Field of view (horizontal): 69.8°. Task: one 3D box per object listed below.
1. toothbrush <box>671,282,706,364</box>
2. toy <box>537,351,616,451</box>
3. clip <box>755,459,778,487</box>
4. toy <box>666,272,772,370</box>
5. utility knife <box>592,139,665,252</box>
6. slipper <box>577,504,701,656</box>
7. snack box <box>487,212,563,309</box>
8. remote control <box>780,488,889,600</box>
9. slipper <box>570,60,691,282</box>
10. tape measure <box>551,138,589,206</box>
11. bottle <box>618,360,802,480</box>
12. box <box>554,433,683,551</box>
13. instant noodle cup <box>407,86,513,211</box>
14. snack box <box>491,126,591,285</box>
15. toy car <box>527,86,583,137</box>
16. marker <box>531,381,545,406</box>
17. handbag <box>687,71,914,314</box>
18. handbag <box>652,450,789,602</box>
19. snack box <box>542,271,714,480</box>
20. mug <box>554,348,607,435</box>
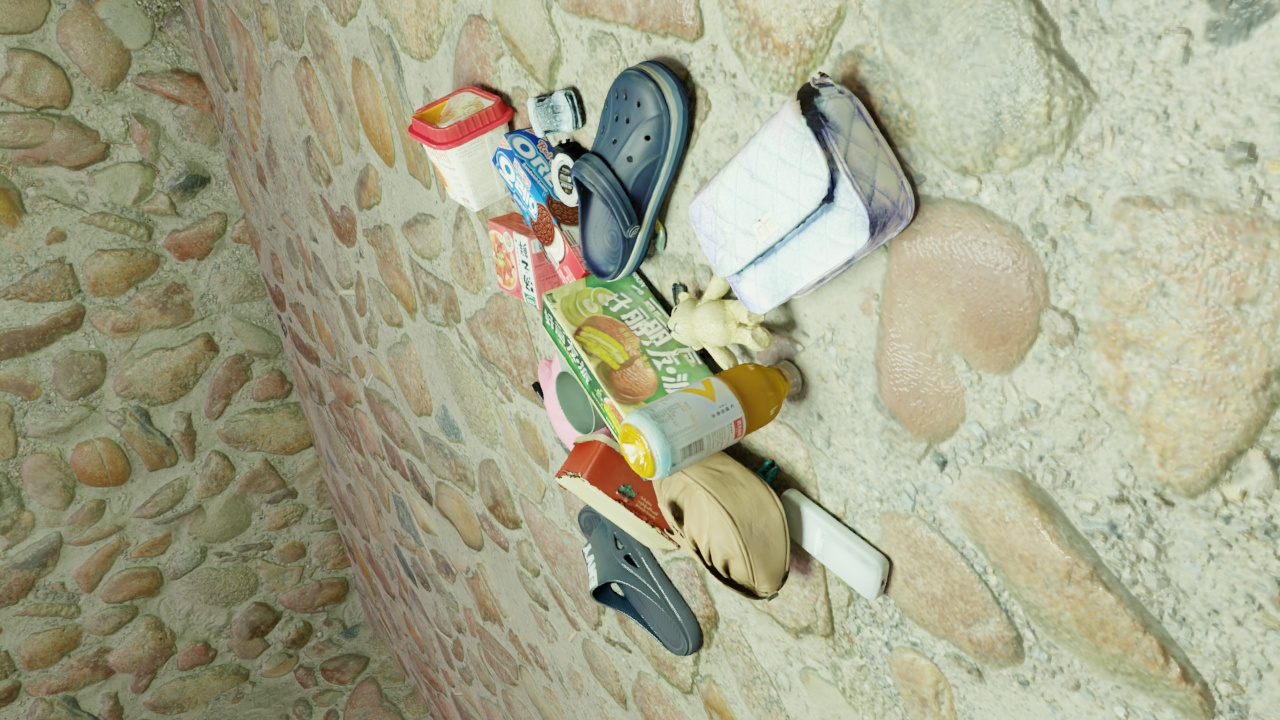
[{"bbox_3d":[0.069,0.004,1.006,0.017,0.014,0.189,-9,103,47],"label":"toothbrush"},{"bbox_3d":[-0.088,0.071,1.248,0.194,0.074,0.179,58,160,21],"label":"toy"},{"bbox_3d":[0.133,0.126,0.988,0.038,0.013,0.056,49,146,26],"label":"clip"},{"bbox_3d":[0.079,-0.036,0.907,0.157,0.066,0.105,7,111,64],"label":"toy"},{"bbox_3d":[-0.011,-0.186,1.003,0.151,0.018,0.031,63,145,14],"label":"utility knife"},{"bbox_3d":[-0.022,0.315,1.304,0.268,0.083,0.111,48,144,26],"label":"slipper"},{"bbox_3d":[-0.152,-0.124,1.237,0.113,0.044,0.127,28,133,48],"label":"snack box"},{"bbox_3d":[0.192,0.184,0.927,0.136,0.020,0.056,37,140,40],"label":"remote control"},{"bbox_3d":[-0.029,-0.187,0.936,0.105,0.095,0.253,46,140,27],"label":"slipper"},{"bbox_3d":[-0.074,-0.213,1.062,0.066,0.033,0.066,45,142,35],"label":"tape measure"},{"bbox_3d":[0.070,0.048,0.856,0.068,0.189,0.068,39,141,41],"label":"bottle"},{"bbox_3d":[-0.020,0.169,1.121,0.168,0.079,0.091,39,156,-19],"label":"box"},{"bbox_3d":[-0.220,-0.271,1.187,0.116,0.116,0.124,33,148,44],"label":"instant noodle cup"},{"bbox_3d":[-0.105,-0.183,1.109,0.207,0.057,0.058,60,147,12],"label":"snack box"},{"bbox_3d":[-0.102,-0.284,1.059,0.106,0.031,0.049,12,120,56],"label":"toy car"},{"bbox_3d":[-0.130,0.079,1.374,0.124,0.015,0.018,52,143,26],"label":"marker"},{"bbox_3d":[0.124,-0.127,0.762,0.134,0.075,0.194,63,149,7],"label":"handbag"},{"bbox_3d":[0.079,0.171,1.002,0.204,0.099,0.148,29,142,63],"label":"handbag"},{"bbox_3d":[-0.006,0.006,1.003,0.240,0.114,0.063,55,155,29],"label":"snack box"},{"bbox_3d":[-0.042,0.015,1.101,0.084,0.103,0.124,14,121,55],"label":"mug"}]
